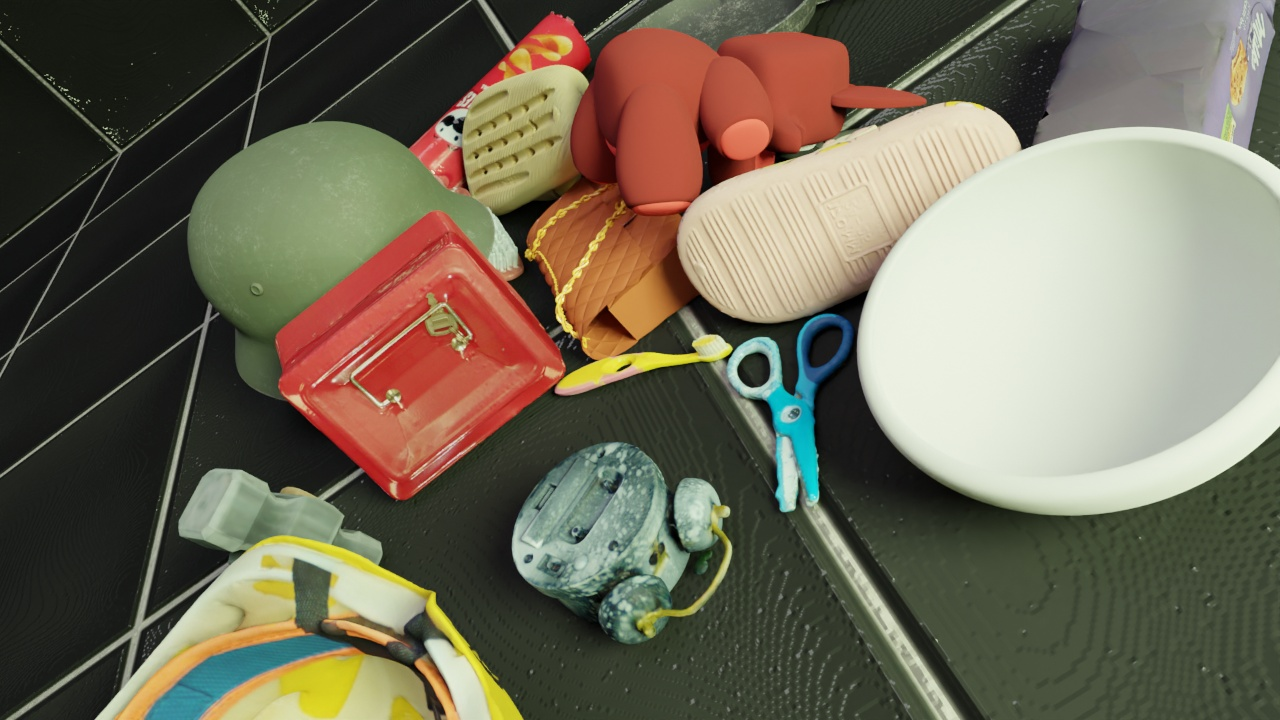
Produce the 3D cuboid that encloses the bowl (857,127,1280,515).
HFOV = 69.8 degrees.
[{"bbox_3d":[0.186,-0.010,0.388,0.177,0.066,0.176,-24,46,27],"label":"bowl"}]

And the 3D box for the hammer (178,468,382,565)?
[{"bbox_3d":[-0.261,0.225,0.521,0.051,0.117,0.322,-3,57,39],"label":"hammer"}]

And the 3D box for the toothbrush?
[{"bbox_3d":[-0.004,0.003,0.592,0.136,0.016,0.021,-14,44,30],"label":"toothbrush"}]

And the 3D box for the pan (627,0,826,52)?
[{"bbox_3d":[0.134,-0.307,0.789,0.358,0.040,0.207,-13,37,20],"label":"pan"}]

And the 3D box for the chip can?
[{"bbox_3d":[-0.148,-0.265,0.965,0.232,0.073,0.073,-50,37,-16],"label":"chip can"}]

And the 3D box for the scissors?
[{"bbox_3d":[0.089,0.025,0.492,0.083,0.015,0.140,-23,36,17],"label":"scissors"}]

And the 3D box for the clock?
[{"bbox_3d":[-0.009,0.092,0.470,0.130,0.052,0.090,11,58,48],"label":"clock"}]

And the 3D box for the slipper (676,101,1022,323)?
[{"bbox_3d":[0.120,-0.088,0.537,0.198,0.093,0.081,-17,21,25],"label":"slipper"}]

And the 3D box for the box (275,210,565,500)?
[{"bbox_3d":[-0.157,-0.012,0.646,0.157,0.136,0.122,-36,30,3],"label":"box"}]

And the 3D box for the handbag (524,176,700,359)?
[{"bbox_3d":[-0.026,-0.084,0.674,0.109,0.060,0.171,-40,35,5],"label":"handbag"}]

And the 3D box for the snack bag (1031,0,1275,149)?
[{"bbox_3d":[0.261,-0.136,0.474,0.097,0.058,0.204,0,52,42],"label":"snack bag"}]

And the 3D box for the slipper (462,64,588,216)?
[{"bbox_3d":[-0.085,-0.193,0.797,0.079,0.111,0.262,-14,8,-27],"label":"slipper"}]

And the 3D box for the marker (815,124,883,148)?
[{"bbox_3d":[0.152,-0.147,0.619,0.139,0.016,0.022,4,57,45],"label":"marker"}]

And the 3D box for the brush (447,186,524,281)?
[{"bbox_3d":[-0.147,-0.124,0.816,0.041,0.030,0.172,-16,41,-21],"label":"brush"}]

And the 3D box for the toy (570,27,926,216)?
[{"bbox_3d":[0.061,-0.164,0.613,0.197,0.121,0.158,-13,26,-16],"label":"toy"}]

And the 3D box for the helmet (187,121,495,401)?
[{"bbox_3d":[-0.255,-0.102,0.736,0.268,0.154,0.226,-2,51,22],"label":"helmet"}]

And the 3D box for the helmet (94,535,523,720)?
[{"bbox_3d":[-0.124,0.205,0.380,0.240,0.140,0.208,21,65,37],"label":"helmet"}]
